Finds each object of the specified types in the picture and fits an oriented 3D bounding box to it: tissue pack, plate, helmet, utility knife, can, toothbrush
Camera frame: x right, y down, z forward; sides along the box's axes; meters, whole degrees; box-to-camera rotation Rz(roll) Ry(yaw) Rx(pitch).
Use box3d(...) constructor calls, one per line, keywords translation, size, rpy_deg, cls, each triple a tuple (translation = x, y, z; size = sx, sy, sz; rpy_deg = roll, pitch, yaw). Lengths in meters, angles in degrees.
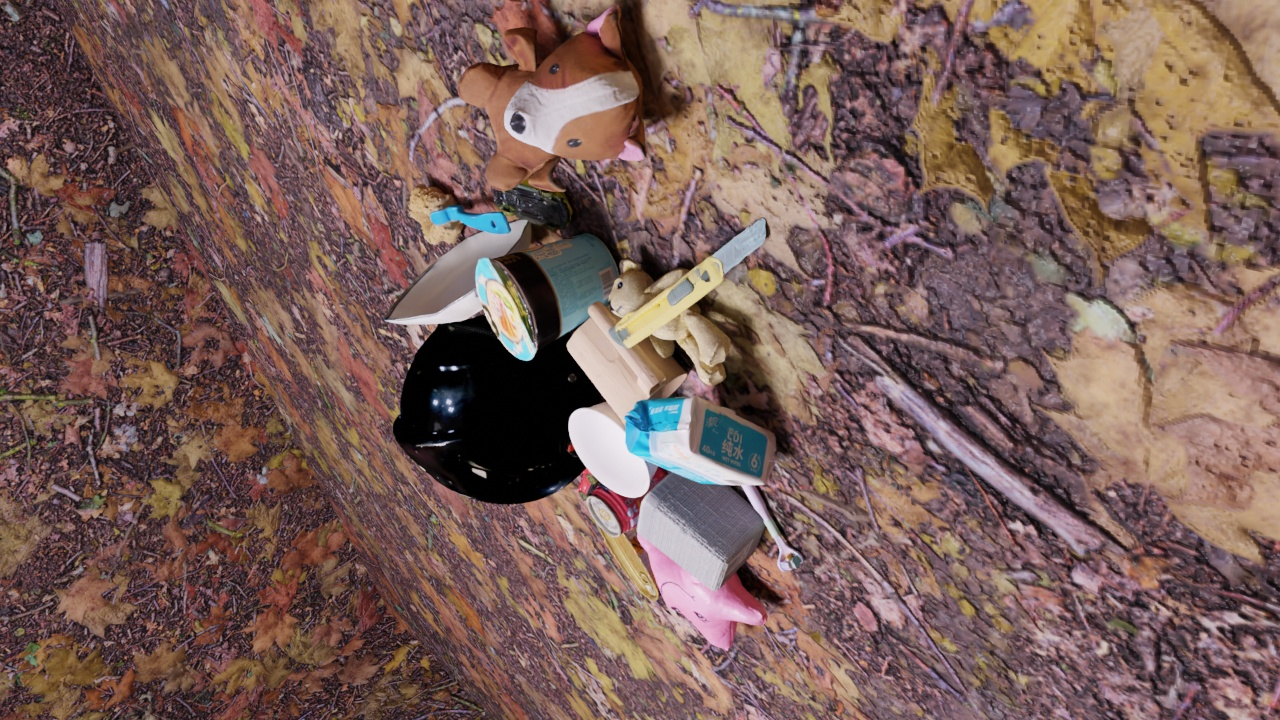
box3d(translation=(0.059, 0.077, 0.884), size=(0.140, 0.063, 0.090), rpy_deg=(26, 158, -38), cls="tissue pack")
box3d(translation=(-0.209, -0.093, 1.076), size=(0.034, 0.161, 0.266), rpy_deg=(50, 154, -23), cls="plate")
box3d(translation=(-0.164, 0.065, 1.123), size=(0.234, 0.229, 0.275), rpy_deg=(15, 153, 53), cls="helmet")
box3d(translation=(0.040, -0.063, 0.806), size=(0.208, 0.021, 0.031), rpy_deg=(-34, 82, 36), cls="utility knife")
box3d(translation=(-0.012, 0.163, 1.112), size=(0.066, 0.093, 0.067), rpy_deg=(38, 148, 29), cls="can")
box3d(translation=(-0.003, 0.252, 1.244), size=(0.148, 0.049, 0.075), rpy_deg=(59, 152, -9), cls="can")
box3d(translation=(0.118, 0.140, 0.970), size=(0.189, 0.029, 0.021), rpy_deg=(60, -171, -8), cls="toothbrush")

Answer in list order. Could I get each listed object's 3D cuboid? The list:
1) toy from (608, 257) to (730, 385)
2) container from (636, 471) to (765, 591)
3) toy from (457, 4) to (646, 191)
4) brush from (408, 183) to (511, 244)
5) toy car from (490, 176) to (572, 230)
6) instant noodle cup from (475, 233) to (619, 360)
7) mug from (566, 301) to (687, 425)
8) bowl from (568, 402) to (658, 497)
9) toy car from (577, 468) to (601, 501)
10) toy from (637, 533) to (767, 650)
box3d(translation=(0.027, -0.035, 0.866), size=(0.157, 0.066, 0.105), rpy_deg=(42, 145, 35), cls="toy")
box3d(translation=(0.069, 0.183, 1.020), size=(0.114, 0.090, 0.090), rpy_deg=(38, 149, 22), cls="container")
box3d(translation=(-0.074, -0.215, 0.780), size=(0.200, 0.130, 0.140), rpy_deg=(4, 119, 44), cls="toy")
box3d(translation=(-0.218, -0.171, 1.105), size=(0.255, 0.045, 0.083), rpy_deg=(19, 133, 56), cls="brush")
box3d(translation=(-0.113, -0.172, 0.970), size=(0.105, 0.032, 0.048), rpy_deg=(23, 140, 27), cls="toy car")
box3d(translation=(-0.090, -0.074, 0.939), size=(0.111, 0.120, 0.111), rpy_deg=(40, 145, 35), cls="instant noodle cup")
box3d(translation=(-0.016, -0.003, 0.936), size=(0.103, 0.084, 0.125), rpy_deg=(50, 172, 11), cls="mug")
box3d(translation=(-0.016, 0.086, 1.020), size=(0.118, 0.064, 0.118), rpy_deg=(30, 141, 28), cls="bowl")
box3d(translation=(-0.059, 0.154, 1.223), size=(0.031, 0.049, 0.106), rpy_deg=(46, 151, 16), cls="toy car")
box3d(translation=(0.082, 0.287, 1.126), size=(0.195, 0.074, 0.178), rpy_deg=(0, 121, 56), cls="toy")
